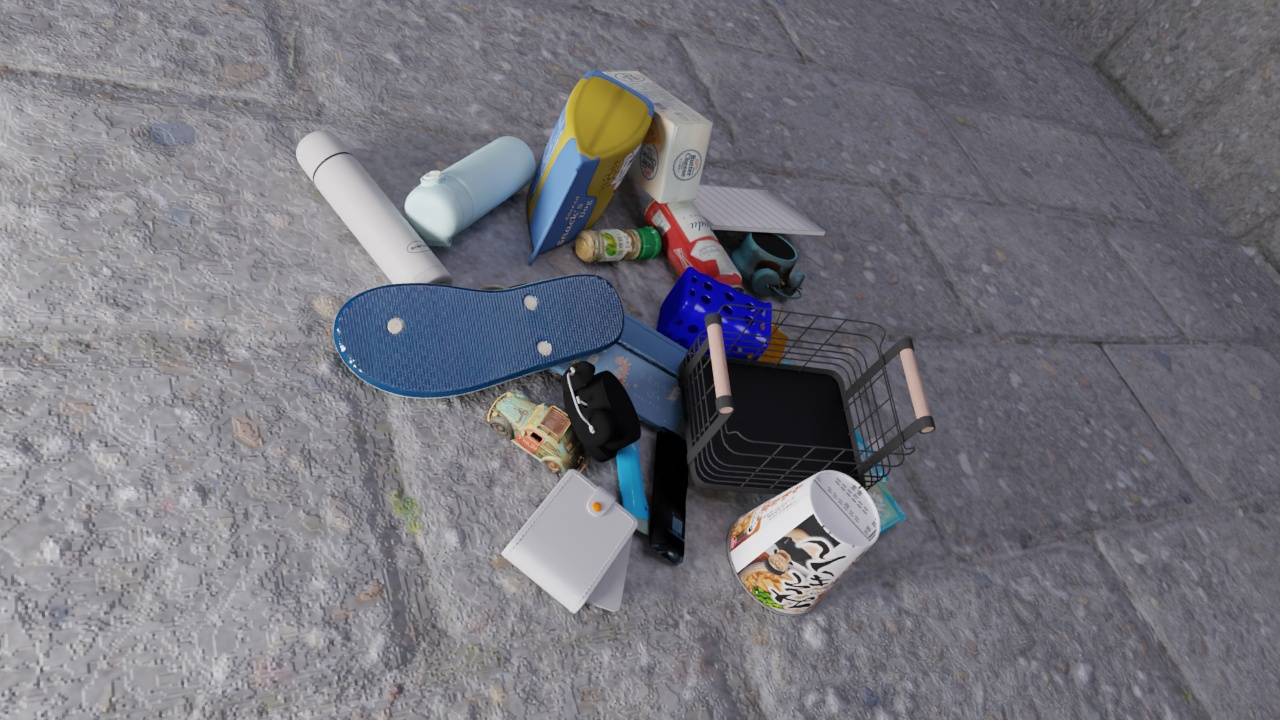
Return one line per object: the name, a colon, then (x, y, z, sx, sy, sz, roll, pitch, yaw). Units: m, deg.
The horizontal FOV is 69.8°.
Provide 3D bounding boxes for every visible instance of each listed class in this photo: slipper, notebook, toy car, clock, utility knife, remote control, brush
slipper: (-0.157, -0.026, 0.930, 0.294, 0.060, 0.118, -10, 80, -23)
notebook: (0.143, -0.217, 1.305, 0.209, 0.009, 0.142, -3, 35, -35)
toy car: (-0.095, 0.068, 0.912, 0.112, 0.047, 0.047, 35, 46, -3)
clock: (-0.042, 0.050, 0.915, 0.120, 0.043, 0.091, 39, 28, -59)
utility knife: (-0.011, 0.105, 0.960, 0.031, 0.015, 0.174, 17, 45, -25)
clock: (0.177, -0.128, 1.251, 0.089, 0.053, 0.124, -4, 45, -37)
remote control: (0.034, 0.135, 0.948, 0.047, 0.022, 0.150, 41, 37, -32)
brush: (0.166, -0.026, 1.187, 0.048, 0.017, 0.126, 33, 43, -5)

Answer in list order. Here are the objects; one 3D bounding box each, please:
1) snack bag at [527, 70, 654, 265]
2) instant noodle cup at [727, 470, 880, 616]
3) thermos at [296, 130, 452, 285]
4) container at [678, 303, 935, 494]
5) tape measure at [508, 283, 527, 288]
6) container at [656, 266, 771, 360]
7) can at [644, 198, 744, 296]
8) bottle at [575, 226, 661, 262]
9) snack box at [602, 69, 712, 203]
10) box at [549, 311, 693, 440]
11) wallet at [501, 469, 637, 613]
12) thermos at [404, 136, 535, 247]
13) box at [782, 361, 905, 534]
snack bag: (-0.074, -0.224, 1.093, 0.102, 0.159, 0.204, 28, 45, -8)
instant noodle cup: (0.173, 0.180, 0.940, 0.123, 0.122, 0.123, 18, 46, -20)
thermos: (-0.285, -0.153, 0.969, 0.224, 0.052, 0.052, 50, 44, 12)
container: (0.165, 0.043, 0.975, 0.241, 0.131, 0.162, 6, 57, -18)
tape measure: (-0.127, -0.051, 1.001, 0.062, 0.038, 0.067, 42, 39, 16)
container: (0.087, -0.044, 1.103, 0.113, 0.085, 0.084, 24, 43, -13)
can: (0.069, -0.143, 1.186, 0.067, 0.067, 0.170, -10, 61, -39)
bottle: (-0.027, -0.145, 1.142, 0.110, 0.043, 0.043, -8, 59, -37)
snack box: (0.010, -0.295, 1.196, 0.057, 0.104, 0.208, -8, 37, -27)
box: (-0.003, 0.003, 1.022, 0.209, 0.034, 0.127, 30, 45, -16)
wallet: (-0.052, 0.175, 0.858, 0.115, 0.038, 0.118, 39, 46, 1)
thermos: (-0.190, -0.197, 1.041, 0.065, 0.078, 0.206, 9, 31, 18)
box: (0.226, 0.104, 1.086, 0.181, 0.072, 0.227, -15, 64, -40)
